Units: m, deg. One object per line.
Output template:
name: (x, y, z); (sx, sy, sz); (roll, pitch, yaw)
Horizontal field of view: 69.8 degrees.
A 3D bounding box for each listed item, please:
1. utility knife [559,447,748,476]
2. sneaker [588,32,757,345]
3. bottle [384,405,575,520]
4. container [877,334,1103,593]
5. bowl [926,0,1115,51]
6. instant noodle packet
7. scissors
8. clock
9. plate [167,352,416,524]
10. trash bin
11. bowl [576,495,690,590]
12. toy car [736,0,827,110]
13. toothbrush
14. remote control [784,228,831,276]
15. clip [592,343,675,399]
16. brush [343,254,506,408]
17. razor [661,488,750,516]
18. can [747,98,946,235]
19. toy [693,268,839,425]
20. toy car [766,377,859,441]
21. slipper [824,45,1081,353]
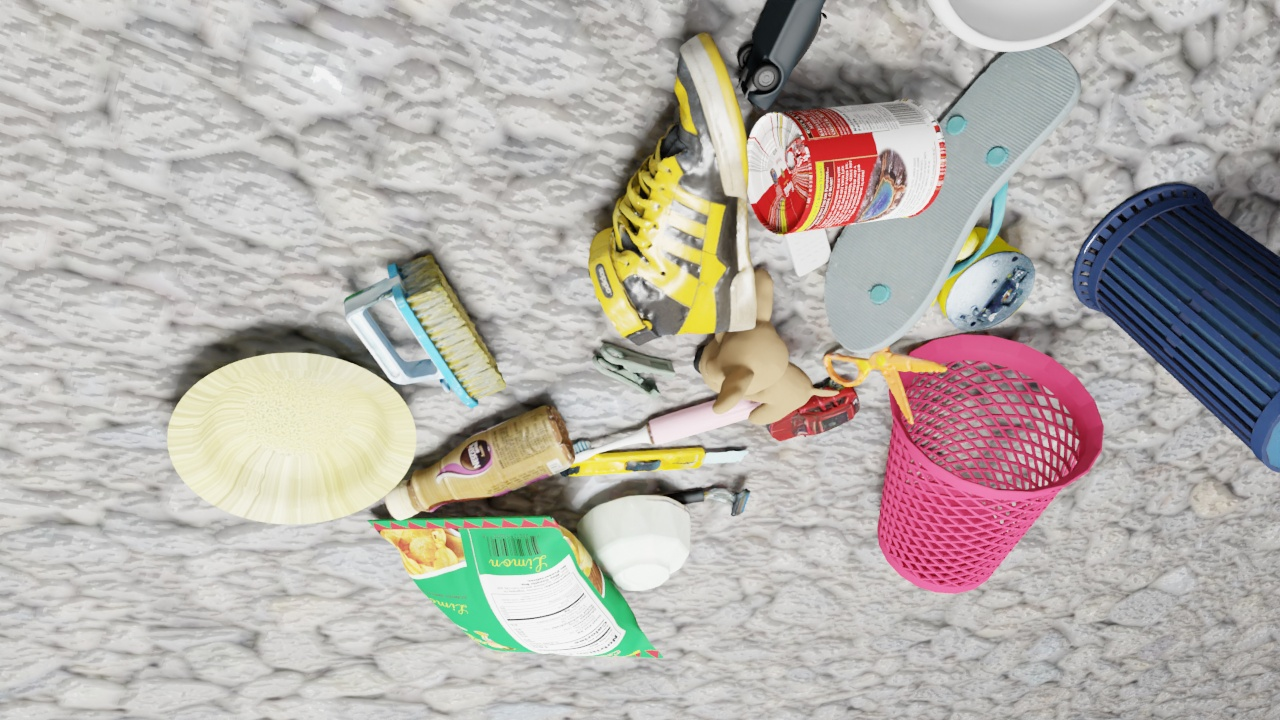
utility knife: (0.014, 0.095, 0.884); (0.191, 0.017, 0.031); (-4, 139, -18)
sneaker: (0.015, -0.109, 0.664); (0.122, 0.086, 0.239); (-14, 129, -3)
bottle: (-0.142, 0.095, 0.802); (0.166, 0.059, 0.060); (-23, 131, 3)
container: (0.317, 0.118, 0.902); (0.183, 0.183, 0.226); (-11, 138, -9)
bowl: (0.252, -0.298, 0.595); (0.176, 0.066, 0.177); (-9, 130, -10)
instant noodle packet: (-0.113, 0.220, 0.871); (0.196, 0.090, 0.253); (-6, 136, 26)
scissors: (0.213, -0.007, 0.809); (0.011, 0.125, 0.128); (-14, 106, -40)
clock: (0.282, -0.074, 0.796); (0.118, 0.057, 0.083); (12, 125, -26)
plate: (-0.277, 0.056, 0.743); (0.184, 0.036, 0.185); (-9, 130, -10)
trash bin: (0.503, -0.028, 0.774); (0.139, 0.249, 0.139); (-9, 130, -11)
bowl: (-0.003, 0.188, 0.906); (0.117, 0.061, 0.118); (-6, 141, -5)
toy car: (0.100, -0.226, 0.621); (0.034, 0.046, 0.112); (10, 126, -23)
toothbrush: (0.039, 0.058, 0.850); (0.222, 0.026, 0.027); (-16, 151, -4)
remote control: (0.124, -0.124, 0.734); (0.033, 0.012, 0.131); (-30, 131, -3)
clip: (-0.002, 0.002, 0.795); (0.051, 0.023, 0.078); (-40, 131, 14)
brush: (-0.163, -0.009, 0.711); (0.075, 0.055, 0.136); (-26, 132, -1)
razor: (0.037, 0.142, 0.924); (0.144, 0.022, 0.043); (-2, 140, -9)
can: (0.148, -0.141, 0.666); (0.116, 0.086, 0.087); (-11, 132, -22)
toy: (0.101, 0.007, 0.788); (0.106, 0.134, 0.108); (-4, 150, 44)
toy car: (0.164, 0.050, 0.879); (0.091, 0.036, 0.042); (-18, 132, 5)
slipper: (0.239, -0.125, 0.732); (0.054, 0.098, 0.269); (7, 122, -52)
